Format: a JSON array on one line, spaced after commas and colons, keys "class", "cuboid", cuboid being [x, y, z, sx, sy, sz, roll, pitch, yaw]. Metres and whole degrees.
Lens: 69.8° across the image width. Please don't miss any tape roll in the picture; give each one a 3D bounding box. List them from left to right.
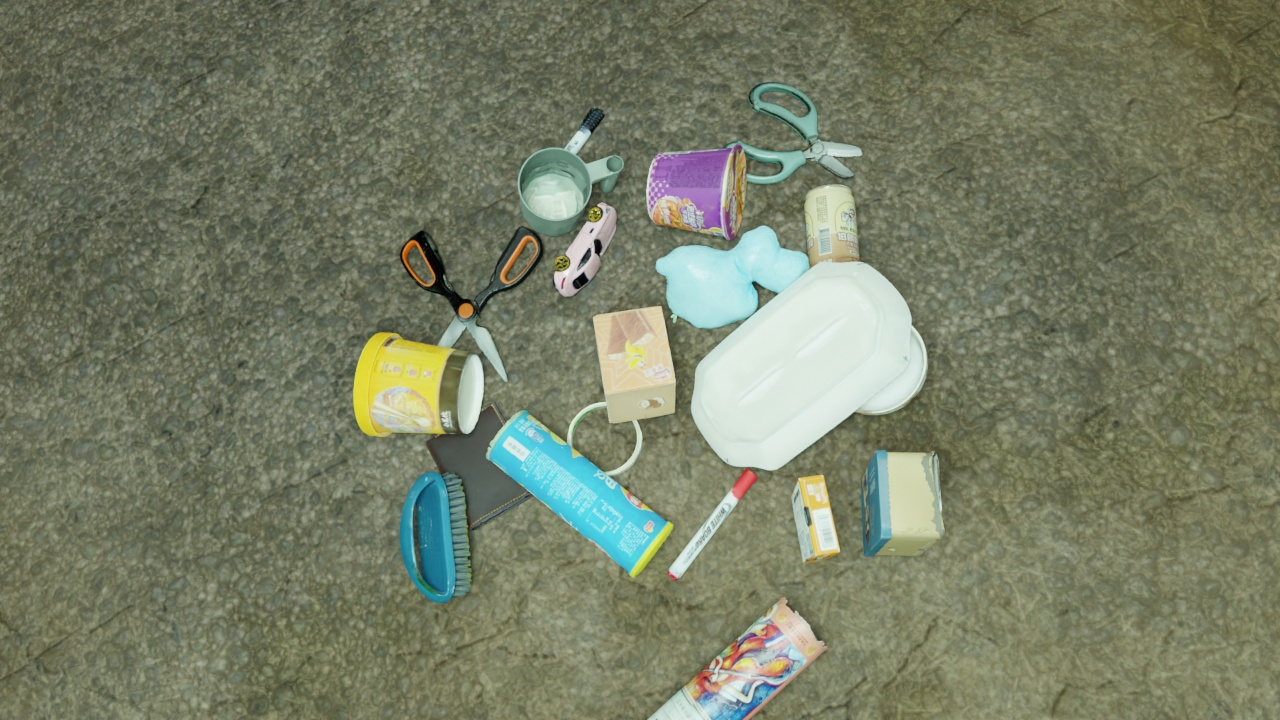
[{"class": "tape roll", "cuboid": [-0.041, 0.091, 1.050, 0.086, 0.014, 0.085, -2, 75, 6]}]

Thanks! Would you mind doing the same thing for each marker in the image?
[{"class": "marker", "cuboid": [-0.089, -0.263, 1.150, 0.022, 0.018, 0.130, 32, 80, 23]}, {"class": "marker", "cuboid": [0.079, 0.181, 1.010, 0.017, 0.017, 0.145, 37, 82, 15]}]

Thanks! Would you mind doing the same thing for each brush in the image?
[{"class": "brush", "cuboid": [-0.228, 0.194, 1.007, 0.055, 0.073, 0.143, -15, 79, 44]}]

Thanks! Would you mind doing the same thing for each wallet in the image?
[{"class": "wallet", "cuboid": [-0.181, 0.120, 1.057, 0.096, 0.020, 0.122, -30, 72, -7]}]

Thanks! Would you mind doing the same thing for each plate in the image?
[{"class": "plate", "cuboid": [0.166, 0.002, 0.997, 0.266, 0.034, 0.162, -40, 64, 13]}]

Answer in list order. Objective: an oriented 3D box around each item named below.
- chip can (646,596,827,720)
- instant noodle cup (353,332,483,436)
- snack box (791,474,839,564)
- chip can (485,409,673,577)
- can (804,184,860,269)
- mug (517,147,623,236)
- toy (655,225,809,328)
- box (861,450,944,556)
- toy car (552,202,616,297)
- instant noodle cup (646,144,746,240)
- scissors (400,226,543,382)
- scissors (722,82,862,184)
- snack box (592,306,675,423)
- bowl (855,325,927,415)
[{"class": "chip can", "cuboid": [0.090, 0.339, 0.938, 0.214, 0.071, 0.071, -40, 74, -6]}, {"class": "instant noodle cup", "cuboid": [-0.245, 0.031, 1.037, 0.114, 0.118, 0.118, 5, 75, 7]}, {"class": "snack box", "cuboid": [0.175, 0.164, 0.931, 0.026, 0.154, 0.075, -10, 74, 4]}, {"class": "chip can", "cuboid": [-0.067, 0.144, 1.003, 0.210, 0.071, 0.071, 37, 82, 12]}, {"class": "can", "cuboid": [0.221, -0.138, 1.057, 0.058, 0.058, 0.116, -3, 74, 6]}, {"class": "mug", "cuboid": [-0.083, -0.201, 1.081, 0.124, 0.103, 0.083, -19, 89, -8]}, {"class": "toy", "cuboid": [0.101, -0.089, 1.052, 0.161, 0.049, 0.156, 36, 106, -10]}, {"class": "box", "cuboid": [0.257, 0.145, 0.912, 0.062, 0.184, 0.089, -2, 69, 9]}, {"class": "toy car", "cuboid": [-0.062, -0.130, 1.091, 0.037, 0.056, 0.122, 29, 80, 17]}, {"class": "instant noodle cup", "cuboid": [0.065, -0.197, 1.072, 0.099, 0.111, 0.111, 5, 75, 18]}, {"class": "scissors", "cuboid": [-0.205, -0.078, 1.114, 0.221, 0.021, 0.233, -39, 74, 1]}, {"class": "scissors", "cuboid": [0.188, -0.281, 1.121, 0.177, 0.019, 0.172, 3, 75, 9]}, {"class": "snack box", "cuboid": [-0.006, 0.006, 1.019, 0.077, 0.093, 0.094, -9, 66, -3]}, {"class": "bowl", "cuboid": [0.259, 0.007, 1.004, 0.114, 0.062, 0.113, -6, 77, 25]}]
